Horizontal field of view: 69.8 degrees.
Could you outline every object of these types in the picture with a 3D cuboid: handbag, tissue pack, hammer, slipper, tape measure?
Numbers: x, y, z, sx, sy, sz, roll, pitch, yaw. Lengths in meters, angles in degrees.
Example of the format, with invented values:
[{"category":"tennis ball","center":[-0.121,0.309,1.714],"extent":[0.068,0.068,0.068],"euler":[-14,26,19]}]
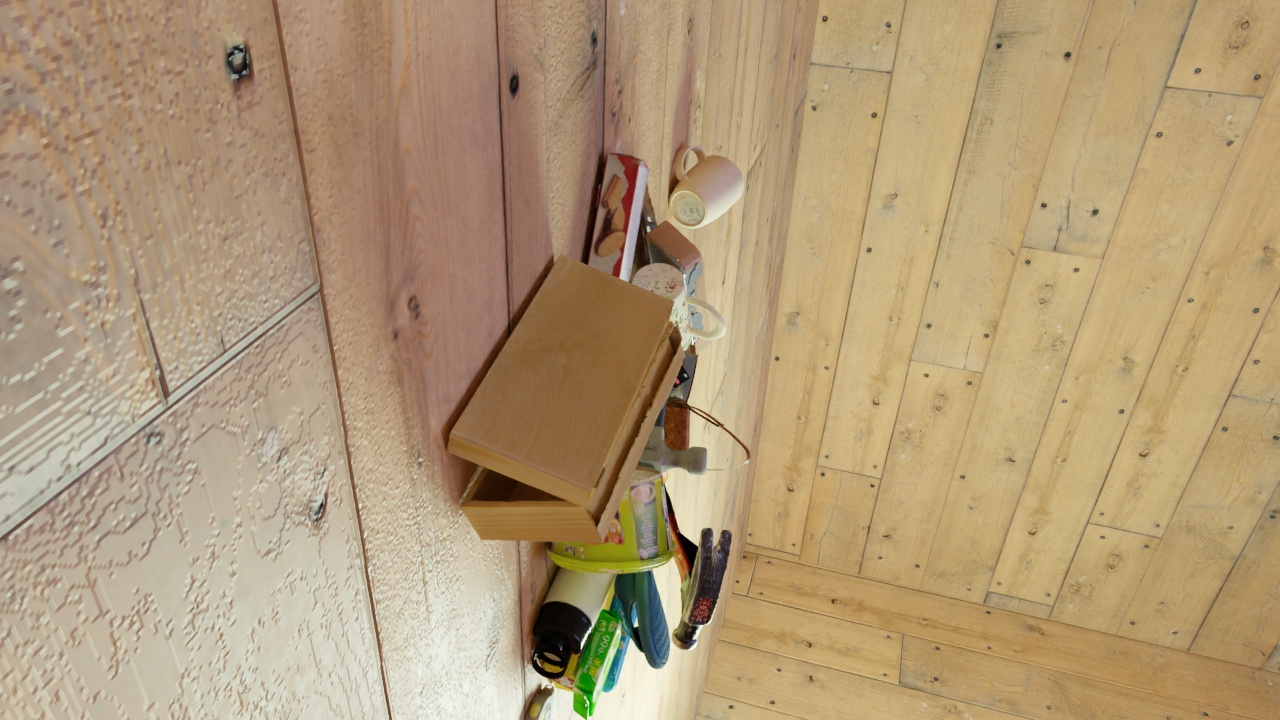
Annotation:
[{"category":"handbag","center":[0.073,0.108,1.200],"extent":[0.043,0.196,0.093],"euler":[-6,102,-32]},{"category":"tissue pack","center":[-0.054,0.367,1.112],"extent":[0.100,0.034,0.113],"euler":[95,15,-53]},{"category":"hammer","center":[0.037,0.189,1.121],"extent":[0.326,0.036,0.141],"euler":[-116,-141,-62]},{"category":"slipper","center":[-0.005,0.291,1.134],"extent":[0.213,0.059,0.104],"euler":[-107,-175,-68]},{"category":"tape measure","center":[-0.123,0.435,1.113],"extent":[0.064,0.017,0.064],"euler":[-42,141,-69]},{"category":"hammer","center":[0.029,0.016,1.217],"extent":[0.035,0.139,0.311],"euler":[86,10,-48]}]

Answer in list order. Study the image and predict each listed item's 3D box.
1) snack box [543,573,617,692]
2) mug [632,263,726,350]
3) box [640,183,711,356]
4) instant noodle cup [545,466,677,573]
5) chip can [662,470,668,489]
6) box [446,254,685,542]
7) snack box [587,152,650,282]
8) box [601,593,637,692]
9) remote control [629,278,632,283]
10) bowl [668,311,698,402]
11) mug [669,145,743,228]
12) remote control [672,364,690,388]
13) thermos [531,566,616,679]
[{"category":"snack box","center":[-0.069,0.320,1.193],"extent":[0.092,0.042,0.200],"euler":[83,22,-55]},{"category":"mug","center":[0.040,-0.053,1.054],"extent":[0.097,0.122,0.080],"euler":[88,26,-56]},{"category":"box","center":[0.035,-0.113,1.154],"extent":[0.217,0.063,0.157],"euler":[77,-6,-60]},{"category":"instant noodle cup","center":[-0.032,0.173,1.024],"extent":[0.146,0.146,0.098],"euler":[-10,100,-76]},{"category":"chip can","center":[0.010,0.181,1.370],"extent":[0.062,0.062,0.211],"euler":[-62,159,-52]},{"category":"box","center":[-0.057,0.034,0.818],"extent":[0.247,0.141,0.149],"euler":[-66,154,-45]},{"category":"snack box","center":[-0.038,-0.083,0.995],"extent":[0.076,0.044,0.273],"euler":[-22,123,-81]},{"category":"box","center":[-0.032,0.334,1.290],"extent":[0.091,0.066,0.242],"euler":[106,1,-66]},{"category":"remote control","center":[-0.036,-0.037,1.081],"extent":[0.050,0.022,0.133],"euler":[39,63,-75]},{"category":"bowl","center":[0.051,-0.004,1.401],"extent":[0.150,0.057,0.150],"euler":[10,89,-80]},{"category":"mug","center":[0.085,-0.252,1.319],"extent":[0.104,0.085,0.111],"euler":[-49,121,-45]},{"category":"remote control","center":[0.015,-0.020,1.143],"extent":[0.010,0.124,0.039],"euler":[-40,174,39]},{"category":"thermos","center":[-0.067,0.264,1.119],"extent":[0.229,0.068,0.101],"euler":[-64,173,-47]}]
